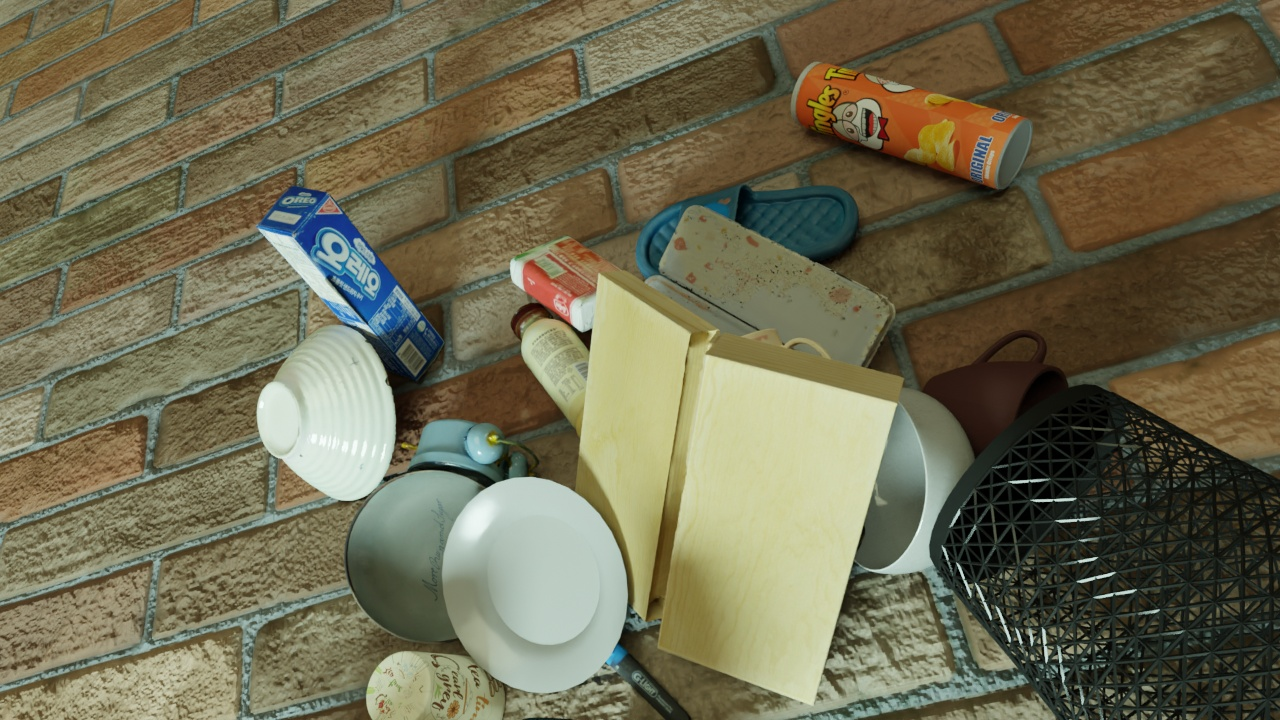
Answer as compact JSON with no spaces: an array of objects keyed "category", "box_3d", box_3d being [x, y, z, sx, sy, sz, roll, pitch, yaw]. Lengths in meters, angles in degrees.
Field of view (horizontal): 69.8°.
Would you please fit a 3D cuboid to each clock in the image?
[{"category":"clock","box_3d":[-0.153,0.091,0.837,0.125,0.089,0.051,-6,55,24]}]

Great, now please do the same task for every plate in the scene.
[{"category":"plate","box_3d":[-0.085,0.181,0.751,0.173,0.019,0.172,0,89,24]}]

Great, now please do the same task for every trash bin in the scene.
[{"category":"trash bin","box_3d":[0.318,0.149,0.537,0.217,0.217,0.243,-41,49,-1]}]

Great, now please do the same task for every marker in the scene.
[{"category":"marker","box_3d":[-0.006,0.249,0.733,0.123,0.015,0.018,36,81,32]}]

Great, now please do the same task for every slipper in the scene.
[{"category":"slipper","box_3d":[0.095,-0.127,0.861,0.214,0.059,0.103,-8,59,19]}]

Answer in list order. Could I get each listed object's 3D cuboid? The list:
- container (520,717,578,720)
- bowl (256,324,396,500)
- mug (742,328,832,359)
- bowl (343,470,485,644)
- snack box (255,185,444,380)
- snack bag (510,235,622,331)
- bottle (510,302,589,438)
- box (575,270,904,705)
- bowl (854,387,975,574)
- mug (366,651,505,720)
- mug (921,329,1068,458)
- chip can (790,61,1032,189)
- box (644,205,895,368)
[{"category":"container","box_3d":[-0.021,0.319,0.598,0.071,0.187,0.145,-4,62,17]},{"category":"bowl","box_3d":[-0.321,0.054,0.891,0.178,0.070,0.177,4,96,37]},{"category":"mug","box_3d":[0.103,0.032,0.711,0.112,0.085,0.104,-26,79,19]},{"category":"bowl","box_3d":[-0.178,0.170,0.810,0.150,0.057,0.150,0,84,-2]},{"category":"snack box","box_3d":[-0.273,-0.068,0.889,0.059,0.226,0.059,17,63,31]},{"category":"snack bag","box_3d":[-0.065,-0.077,0.900,0.076,0.036,0.116,-29,47,-31]},{"category":"bottle","box_3d":[-0.069,0.009,0.862,0.056,0.056,0.162,-40,55,0]},{"category":"box","box_3d":[0.045,0.090,0.671,0.261,0.096,0.248,28,121,37]},{"category":"bowl","box_3d":[0.197,0.087,0.672,0.064,0.132,0.131,3,58,-18]},{"category":"mug","box_3d":[-0.183,0.287,0.741,0.122,0.097,0.081,-43,56,-2]},{"category":"mug","box_3d":[0.265,0.026,0.693,0.088,0.087,0.114,16,76,48]},{"category":"chip can","box_3d":[0.242,-0.218,0.840,0.210,0.062,0.062,29,78,33]},{"category":"box","box_3d":[0.095,-0.031,0.795,0.216,0.042,0.148,33,92,29]}]
